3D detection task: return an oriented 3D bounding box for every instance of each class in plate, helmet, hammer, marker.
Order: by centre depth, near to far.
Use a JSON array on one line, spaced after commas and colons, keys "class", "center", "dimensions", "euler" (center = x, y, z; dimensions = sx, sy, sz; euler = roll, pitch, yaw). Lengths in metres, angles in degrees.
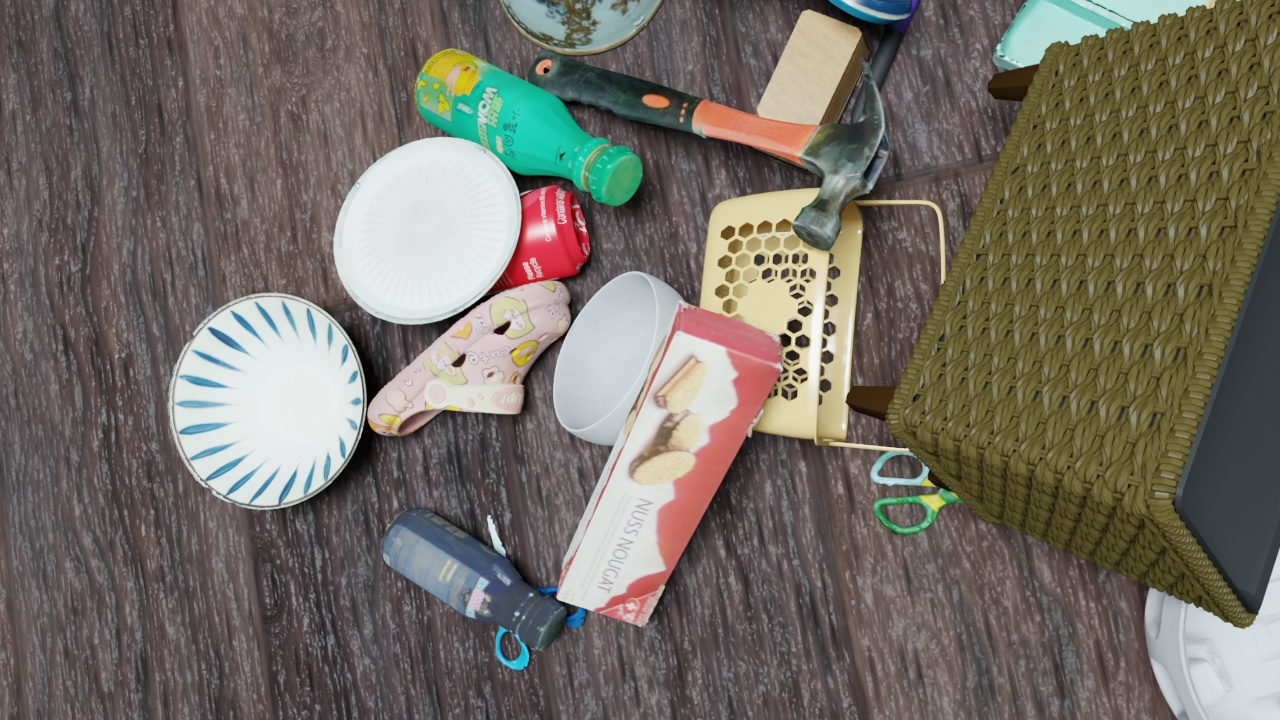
[{"class": "helmet", "center": [0.468, 0.162, 0.566], "dimensions": [0.283, 0.183, 0.224], "euler": [-28, 76, 18]}, {"class": "hammer", "center": [0.032, -0.188, 0.691], "dimensions": [0.333, 0.033, 0.133], "euler": [25, 81, 35]}, {"class": "plate", "center": [-0.166, -0.101, 0.716], "dimensions": [0.157, 0.014, 0.156], "euler": [-4, 73, 12]}, {"class": "marker", "center": [0.197, -0.250, 0.736], "dimensions": [0.018, 0.015, 0.134], "euler": [24, 91, 39]}]

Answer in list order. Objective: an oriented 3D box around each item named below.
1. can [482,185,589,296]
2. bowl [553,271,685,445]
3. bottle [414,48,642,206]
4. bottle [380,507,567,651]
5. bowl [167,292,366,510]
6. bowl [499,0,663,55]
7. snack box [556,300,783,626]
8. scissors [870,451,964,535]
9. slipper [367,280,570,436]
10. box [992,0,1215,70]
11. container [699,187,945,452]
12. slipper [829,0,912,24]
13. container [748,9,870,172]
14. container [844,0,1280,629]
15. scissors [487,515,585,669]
[{"class": "can", "center": [-0.118, -0.094, 0.752], "dimensions": [0.142, 0.074, 0.074], "euler": [-12, 84, 9]}, {"class": "bowl", "center": [-0.004, 0.004, 0.709], "dimensions": [0.064, 0.132, 0.132], "euler": [26, 91, -31]}, {"class": "bottle", "center": [-0.089, -0.183, 0.730], "dimensions": [0.210, 0.068, 0.068], "euler": [33, 92, 28]}, {"class": "bottle", "center": [-0.134, 0.175, 0.737], "dimensions": [0.161, 0.056, 0.056], "euler": [26, 91, 19]}, {"class": "bowl", "center": [-0.300, 0.035, 0.779], "dimensions": [0.177, 0.071, 0.177], "euler": [-1, 86, 11]}, {"class": "bowl", "center": [-0.056, -0.344, 0.749], "dimensions": [0.160, 0.094, 0.160], "euler": [-1, 86, 11]}, {"class": "snack box", "center": [0.013, 0.086, 0.652], "dimensions": [0.076, 0.044, 0.274], "euler": [20, 124, -6]}, {"class": "scissors", "center": [0.242, 0.093, 0.705], "dimensions": [0.130, 0.014, 0.070], "euler": [-10, 84, 11]}, {"class": "slipper", "center": [-0.130, 0.014, 0.740], "dimensions": [0.197, 0.093, 0.081], "euler": [-36, 82, 8]}, {"class": "box", "center": [0.384, -0.245, 0.692], "dimensions": [0.186, 0.033, 0.136], "euler": [33, 93, 11]}, {"class": "container", "center": [0.135, -0.030, 0.675], "dimensions": [0.167, 0.129, 0.183], "euler": [5, 87, 20]}, {"class": "slipper", "center": [0.089, -0.335, 0.721], "dimensions": [0.295, 0.118, 0.060], "euler": [48, 139, 22]}, {"class": "container", "center": [0.132, -0.215, 0.721], "dimensions": [0.063, 0.061, 0.114], "euler": [25, 91, 11]}, {"class": "container", "center": [0.291, -0.042, 0.566], "dimensions": [0.205, 0.176, 0.320], "euler": [11, 70, 50]}, {"class": "scissors", "center": [-0.098, 0.183, 0.763], "dimensions": [0.104, 0.015, 0.133], "euler": [-23, 78, 12]}]
